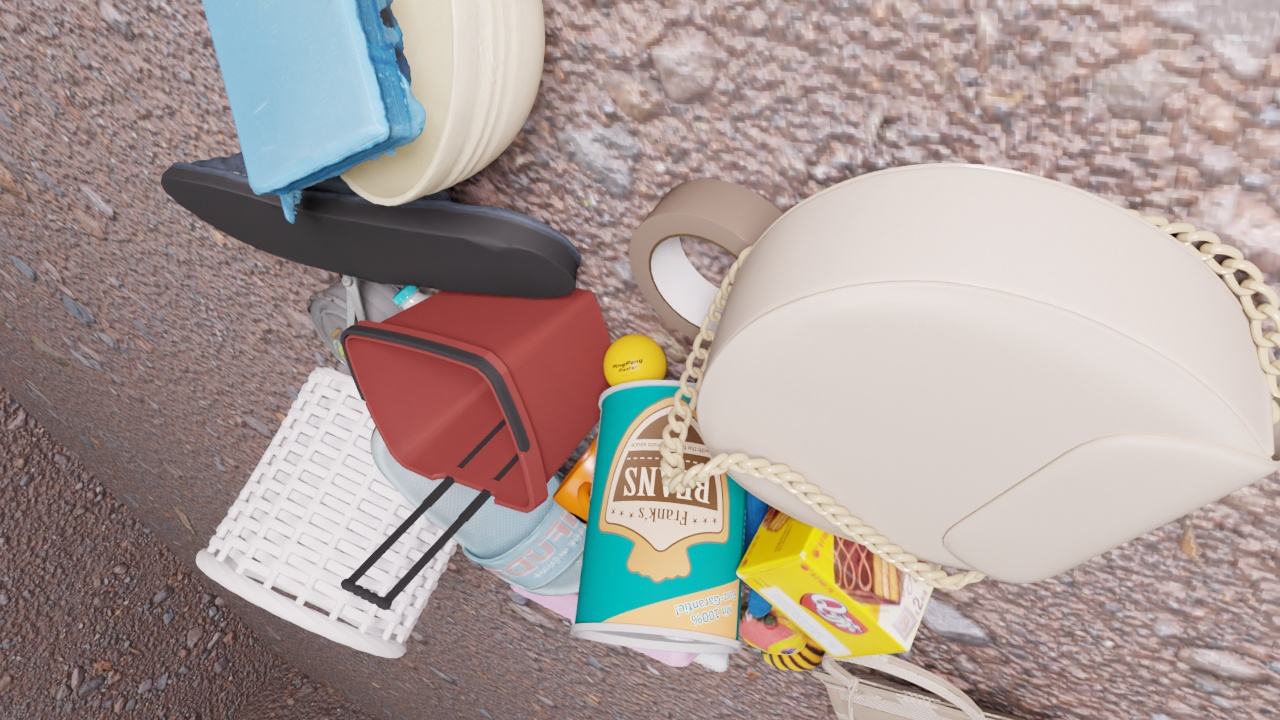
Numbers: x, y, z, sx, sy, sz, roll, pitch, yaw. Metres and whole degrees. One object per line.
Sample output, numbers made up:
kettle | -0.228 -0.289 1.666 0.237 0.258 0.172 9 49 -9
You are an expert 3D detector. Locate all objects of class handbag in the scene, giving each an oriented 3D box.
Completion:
handbag | 0.131 0.022 0.396 0.208 0.103 0.211 21 148 -2
handbag | 0.197 0.237 0.629 0.176 0.062 0.198 0 146 44

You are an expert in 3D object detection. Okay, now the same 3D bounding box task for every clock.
clock | -0.207 -0.015 0.743 0.148 0.056 0.104 37 148 4

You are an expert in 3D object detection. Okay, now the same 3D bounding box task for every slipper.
slipper | -0.108 0.118 0.730 0.245 0.104 0.074 43 175 -30
slipper | -0.158 -0.103 0.566 0.266 0.083 0.109 9 164 13

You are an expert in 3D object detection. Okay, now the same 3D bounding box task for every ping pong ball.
ping pong ball | -0.003 0.003 0.581 0.040 0.040 0.040 25 146 18

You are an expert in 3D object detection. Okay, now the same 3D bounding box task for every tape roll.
tape roll | 0.041 -0.048 0.482 0.094 0.030 0.094 25 146 18

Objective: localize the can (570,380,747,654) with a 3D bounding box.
can | 0.016 0.097 0.556 0.099 0.143 0.099 5 158 2

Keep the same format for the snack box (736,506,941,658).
snack box | 0.121 0.102 0.525 0.083 0.105 0.061 42 145 -8

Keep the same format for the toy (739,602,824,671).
toy | 0.112 0.220 0.743 0.084 0.046 0.103 -15 135 26

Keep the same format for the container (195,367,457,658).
container | -0.247 0.131 0.799 0.189 0.186 0.189 24 164 7

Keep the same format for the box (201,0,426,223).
box | -0.176 -0.185 0.403 0.176 0.060 0.231 -11 94 51

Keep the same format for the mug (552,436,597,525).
mug | -0.005 0.103 0.651 0.096 0.112 0.078 38 105 -2

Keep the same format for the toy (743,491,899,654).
toy | 0.112 0.137 0.613 0.176 0.070 0.113 50 150 -15

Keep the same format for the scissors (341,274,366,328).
scissors | -0.222 -0.073 0.671 0.131 0.014 0.153 35 120 8

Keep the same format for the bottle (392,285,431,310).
bottle | -0.132 -0.003 0.694 0.136 0.044 0.044 48 147 -17

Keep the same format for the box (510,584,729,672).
box | -0.019 0.251 0.882 0.202 0.110 0.101 16 117 29

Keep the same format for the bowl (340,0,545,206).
bowl | -0.094 -0.150 0.419 0.151 0.075 0.151 18 115 44

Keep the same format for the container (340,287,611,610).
container | -0.120 0.036 0.573 0.148 0.200 0.127 13 130 35
